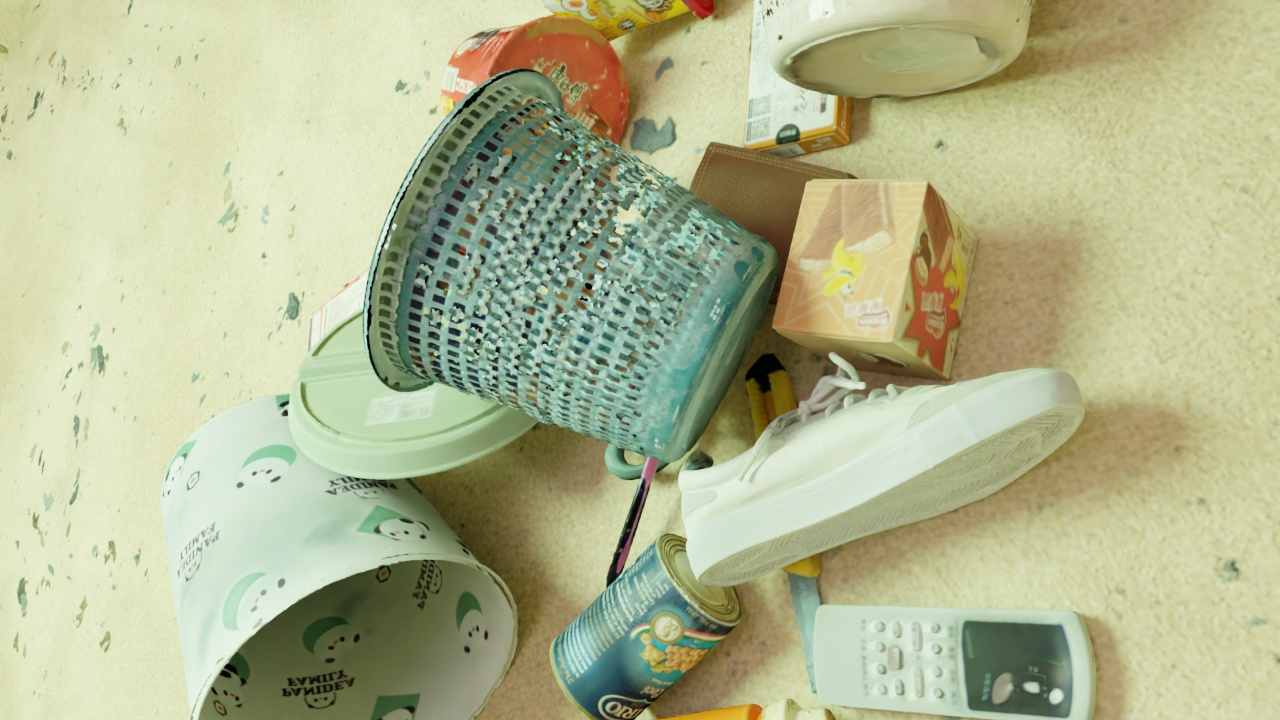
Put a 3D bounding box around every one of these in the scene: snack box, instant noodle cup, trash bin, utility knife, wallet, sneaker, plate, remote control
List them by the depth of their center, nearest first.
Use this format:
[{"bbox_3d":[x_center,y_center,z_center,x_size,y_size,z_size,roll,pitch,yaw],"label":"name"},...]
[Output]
[{"bbox_3d":[0.168,0.166,0.507,0.150,0.021,0.058,-9,71,33],"label":"remote control"},{"bbox_3d":[0.126,0.049,0.535,0.243,0.089,0.090,-28,57,25],"label":"sneaker"},{"bbox_3d":[0.143,-0.047,0.550,0.077,0.092,0.094,9,81,39],"label":"snack box"},{"bbox_3d":[0.154,-0.273,0.552,0.228,0.227,0.192,1,89,38],"label":"trash bin"},{"bbox_3d":[-0.029,-0.041,0.586,0.195,0.226,0.226,27,93,11],"label":"trash bin"},{"bbox_3d":[0.098,0.102,0.589,0.033,0.015,0.230,-23,64,32],"label":"utility knife"},{"bbox_3d":[0.083,-0.093,0.645,0.125,0.032,0.101,21,91,31],"label":"wallet"},{"bbox_3d":[0.117,-0.225,0.668,0.075,0.026,0.153,-4,74,36],"label":"snack box"},{"bbox_3d":[-0.253,0.166,0.719,0.230,0.229,0.252,-57,45,9],"label":"trash bin"},{"bbox_3d":[-0.167,0.003,0.725,0.230,0.027,0.229,-7,38,5],"label":"plate"},{"bbox_3d":[-0.012,-0.323,0.736,0.124,0.116,0.116,-19,65,28],"label":"instant noodle cup"},{"bbox_3d":[-0.095,-0.219,0.766,0.109,0.137,0.138,31,95,48],"label":"instant noodle cup"},{"bbox_3d":[-0.227,-0.062,0.858,0.208,0.057,0.058,-31,51,27],"label":"snack box"}]

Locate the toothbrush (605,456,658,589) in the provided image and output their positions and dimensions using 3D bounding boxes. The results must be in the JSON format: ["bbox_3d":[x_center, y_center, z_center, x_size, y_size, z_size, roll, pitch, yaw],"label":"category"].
[{"bbox_3d":[-0.013,0.131,0.650,0.018,0.014,0.189,28,104,48],"label":"toothbrush"}]

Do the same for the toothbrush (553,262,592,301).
[{"bbox_3d":[-0.052,-0.056,0.748,0.027,0.026,0.212,-54,55,20],"label":"toothbrush"}]

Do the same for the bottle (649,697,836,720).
[{"bbox_3d":[0.050,0.240,0.558,0.150,0.066,0.066,-26,61,21],"label":"bottle"}]

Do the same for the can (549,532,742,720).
[{"bbox_3d":[0.004,0.175,0.600,0.111,0.075,0.075,-47,53,16],"label":"can"}]

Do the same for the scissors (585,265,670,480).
[{"bbox_3d":[-0.007,0.000,0.682,0.175,0.019,0.169,15,79,27],"label":"scissors"}]
